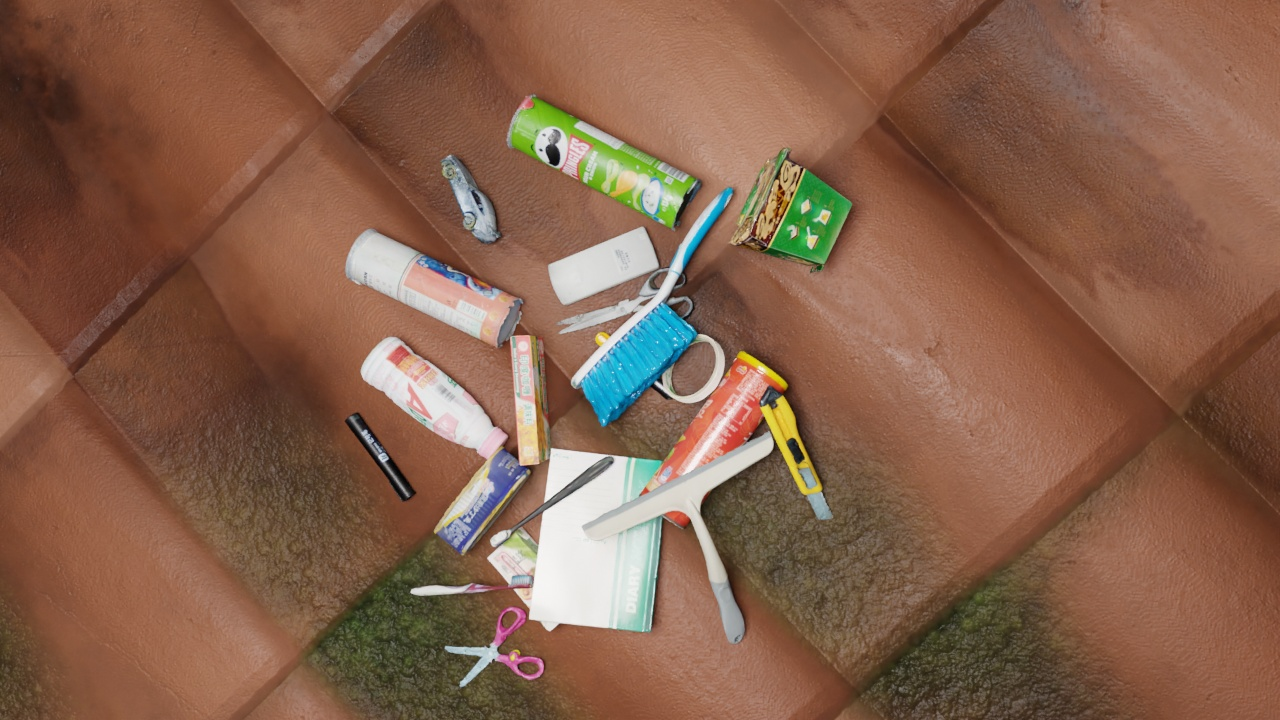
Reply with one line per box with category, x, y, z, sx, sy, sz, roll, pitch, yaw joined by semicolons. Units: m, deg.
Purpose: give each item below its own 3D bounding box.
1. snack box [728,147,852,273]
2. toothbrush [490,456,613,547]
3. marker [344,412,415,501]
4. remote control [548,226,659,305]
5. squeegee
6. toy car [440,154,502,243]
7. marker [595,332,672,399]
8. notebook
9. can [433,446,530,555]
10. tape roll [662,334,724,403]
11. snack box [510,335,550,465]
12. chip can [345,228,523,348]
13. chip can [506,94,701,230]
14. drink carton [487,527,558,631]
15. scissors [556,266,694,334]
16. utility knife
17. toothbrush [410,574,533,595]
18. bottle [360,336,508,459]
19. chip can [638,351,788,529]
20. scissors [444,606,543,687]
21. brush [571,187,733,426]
snack box;0.181;-0.171;1.083;0.105;0.118;0.117;24;93;-6
toothbrush;-0.107;0.171;1.119;0.181;0.018;0.015;-35;75;-9
marker;-0.337;0.125;1.185;0.022;0.020;0.132;-39;86;34
remote control;-0.047;-0.117;1.149;0.135;0.019;0.056;-22;87;6
squeegee;0.086;0.245;1.077;0.246;0.039;0.247;-24;112;-13
toy car;-0.212;-0.203;1.152;0.037;0.054;0.120;-27;86;9
marker;-0.007;0.007;1.146;0.124;0.015;0.018;39;95;6
notebook;-0.049;0.220;1.127;0.150;0.012;0.209;6;79;0
can;-0.195;0.174;1.132;0.049;0.074;0.148;39;111;3
tape roll;0.064;0.010;1.113;0.086;0.014;0.085;-21;56;34
snack box;-0.135;0.048;1.131;0.027;0.077;0.155;-4;89;6
chip can;-0.257;-0.089;1.149;0.215;0.071;0.071;25;93;6
chip can;-0.045;-0.243;1.123;0.236;0.072;0.072;28;93;6
drink carton;-0.131;0.273;1.146;0.053;0.045;0.122;-42;85;5
scissors;-0.021;-0.074;1.152;0.174;0.014;0.141;19;93;9
utility knife;0.188;0.115;1.088;0.033;0.015;0.197;-31;110;-8
toothbrush;-0.213;0.281;1.145;0.188;0.016;0.017;-10;65;26
bottle;-0.255;0.052;1.154;0.197;0.068;0.068;37;94;1
chip can;0.088;0.095;1.097;0.073;0.073;0.216;35;88;6
scissors;-0.186;0.365;1.169;0.133;0.017;0.124;3;92;11
brush;0.032;-0.065;1.109;0.314;0.060;0.109;-44;77;2
